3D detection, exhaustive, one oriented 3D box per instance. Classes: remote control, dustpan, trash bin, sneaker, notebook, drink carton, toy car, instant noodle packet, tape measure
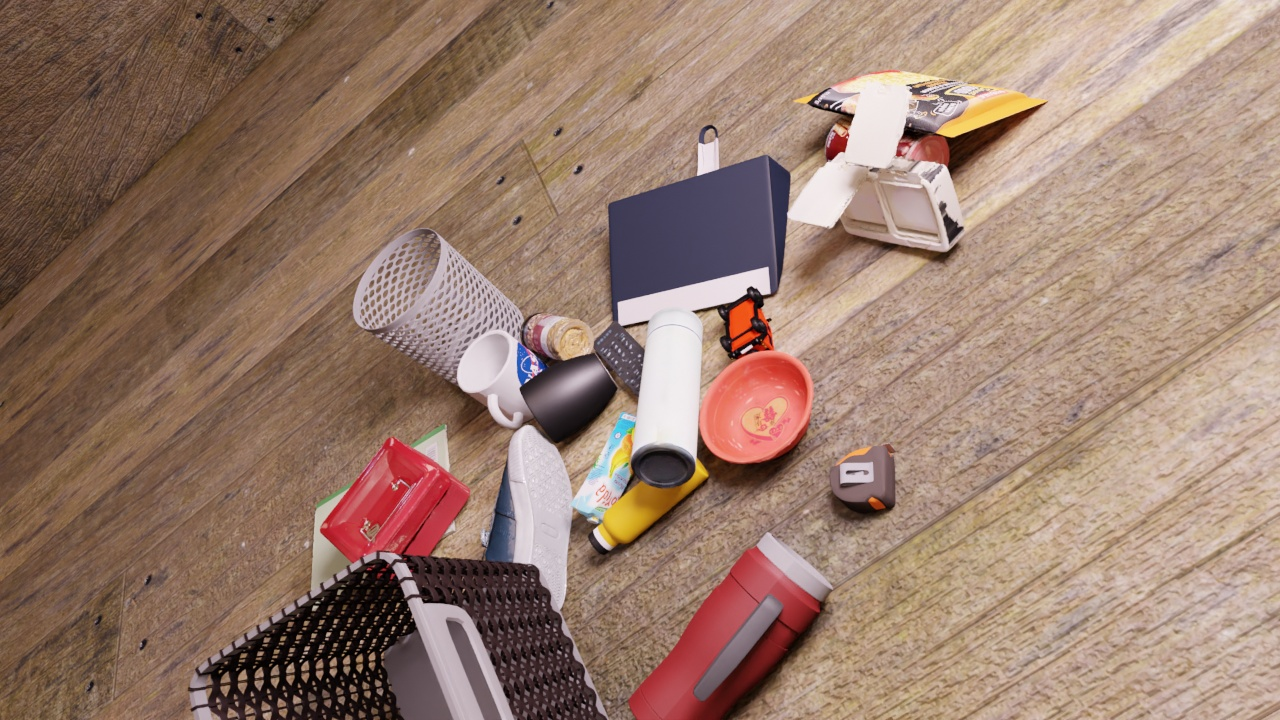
[{"bbox_3d":[-0.007,0.007,1.118,0.047,0.022,0.150,-45,45,3],"label":"remote control"},{"bbox_3d":[0.077,-0.187,1.175,0.237,0.080,0.273,-11,75,33],"label":"dustpan"},{"bbox_3d":[-0.268,-0.063,1.255,0.157,0.183,0.156,-21,50,26],"label":"trash bin"},{"bbox_3d":[-0.137,0.191,1.049,0.088,0.089,0.235,-23,53,31],"label":"sneaker"},{"bbox_3d":[-0.358,0.214,1.259,0.253,0.010,0.181,-32,46,17],"label":"notebook"},{"bbox_3d":[-0.030,0.123,1.038,0.039,0.044,0.128,15,69,44],"label":"drink carton"},{"bbox_3d":[0.120,-0.035,1.024,0.051,0.049,0.100,-33,30,24],"label":"toy car"},{"bbox_3d":[0.307,-0.289,1.021,0.159,0.032,0.221,-24,35,-28],"label":"instant noodle packet"},{"bbox_3d":[0.208,0.110,0.861,0.059,0.038,0.058,-13,54,32],"label":"tape measure"}]

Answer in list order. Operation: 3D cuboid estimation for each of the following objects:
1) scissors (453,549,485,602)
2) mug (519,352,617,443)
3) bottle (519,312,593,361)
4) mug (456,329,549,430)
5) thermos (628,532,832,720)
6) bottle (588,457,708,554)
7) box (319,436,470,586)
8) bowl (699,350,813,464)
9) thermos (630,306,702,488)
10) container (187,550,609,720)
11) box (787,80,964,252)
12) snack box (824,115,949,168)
[{"bbox_3d":[-0.187,0.292,1.022,0.158,0.012,0.171,-13,76,56],"label":"scissors"},{"bbox_3d":[-0.085,0.036,1.127,0.100,0.085,0.119,-34,14,-1],"label":"mug"},{"bbox_3d":[-0.109,-0.030,1.183,0.105,0.056,0.056,14,70,57],"label":"bottle"},{"bbox_3d":[-0.173,0.034,1.179,0.091,0.090,0.121,-23,49,24],"label":"mug"},{"bbox_3d":[0.079,0.254,0.815,0.084,0.108,0.198,40,91,10],"label":"thermos"},{"bbox_3d":[0.005,0.154,0.987,0.144,0.043,0.043,-41,44,8],"label":"bottle"},{"bbox_3d":[-0.310,0.193,1.170,0.129,0.087,0.157,26,74,45],"label":"box"},{"bbox_3d":[0.128,0.056,0.956,0.131,0.045,0.130,-21,50,26],"label":"bowl"},{"bbox_3d":[0.032,0.034,0.995,0.068,0.068,0.229,-24,33,24],"label":"thermos"},{"bbox_3d":[-0.196,0.328,0.829,0.246,0.243,0.247,-34,69,15],"label":"container"},{"bbox_3d":[0.220,-0.174,0.927,0.104,0.187,0.144,-44,35,-18],"label":"box"},{"bbox_3d":[0.273,-0.229,1.024,0.072,0.072,0.121,-51,43,-3],"label":"snack box"}]
